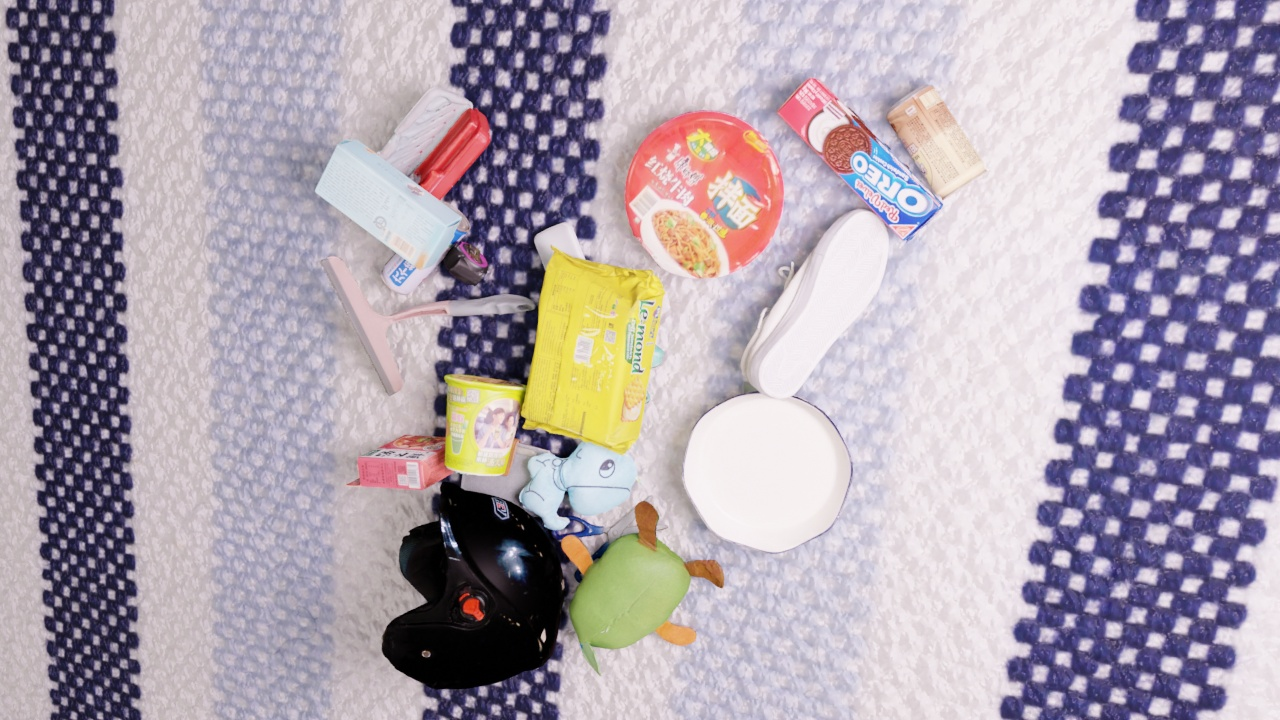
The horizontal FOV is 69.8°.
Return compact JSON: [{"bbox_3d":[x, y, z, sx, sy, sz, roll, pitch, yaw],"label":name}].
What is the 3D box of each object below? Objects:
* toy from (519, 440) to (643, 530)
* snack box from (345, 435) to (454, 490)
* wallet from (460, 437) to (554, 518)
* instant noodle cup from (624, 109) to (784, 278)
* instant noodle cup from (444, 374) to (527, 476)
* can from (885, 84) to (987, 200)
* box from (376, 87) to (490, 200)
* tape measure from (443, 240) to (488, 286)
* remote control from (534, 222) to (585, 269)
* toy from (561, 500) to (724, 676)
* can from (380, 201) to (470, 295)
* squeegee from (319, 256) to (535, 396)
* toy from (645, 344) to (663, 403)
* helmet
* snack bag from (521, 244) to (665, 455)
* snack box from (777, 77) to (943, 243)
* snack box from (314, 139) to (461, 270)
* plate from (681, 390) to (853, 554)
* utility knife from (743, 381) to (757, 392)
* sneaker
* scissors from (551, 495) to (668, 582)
[{"bbox_3d":[-0.076,0.159,1.219,0.156,0.049,0.161,16,101,3],"label":"toy"},{"bbox_3d":[-0.327,0.140,1.278,0.127,0.113,0.044,0,102,20],"label":"snack box"},{"bbox_3d":[-0.186,0.156,1.272,0.130,0.036,0.107,12,105,17],"label":"wallet"},{"bbox_3d":[0.080,-0.196,1.091,0.194,0.065,0.194,4,101,18],"label":"instant noodle cup"},{"bbox_3d":[-0.212,0.087,1.214,0.112,0.111,0.123,9,91,18],"label":"instant noodle cup"},{"bbox_3d":[0.321,-0.237,0.998,0.059,0.058,0.116,-33,88,22],"label":"can"},{"bbox_3d":[-0.295,-0.262,1.194,0.098,0.095,0.202,30,118,-35],"label":"box"},{"bbox_3d":[-0.230,-0.130,1.219,0.057,0.057,0.039,32,110,-36],"label":"tape measure"},{"bbox_3d":[-0.091,-0.109,1.193,0.056,0.020,0.136,-21,93,22],"label":"remote control"},{"bbox_3d":[-0.010,0.301,1.209,0.227,0.089,0.247,41,115,-3],"label":"toy"},{"bbox_3d":[-0.292,-0.150,1.240,0.135,0.053,0.053,-42,85,22],"label":"can"},{"bbox_3d":[-0.263,-0.065,1.239,0.250,0.040,0.248,-7,132,6],"label":"squeegee"},{"bbox_3d":[-0.007,0.007,1.183,0.092,0.030,0.096,-39,94,27],"label":"toy"},{"bbox_3d":[-0.213,0.294,1.206,0.230,0.233,0.275,4,109,-12],"label":"helmet"},{"bbox_3d":[-0.065,-0.009,1.150,0.158,0.068,0.247,16,106,22],"label":"snack bag"},{"bbox_3d":[0.248,-0.225,1.029,0.207,0.058,0.057,48,114,6],"label":"snack box"},{"bbox_3d":[-0.319,-0.198,1.164,0.175,0.051,0.074,37,116,-3],"label":"snack box"},{"bbox_3d":[0.155,0.133,1.127,0.205,0.045,0.205,2,103,10],"label":"plate"},{"bbox_3d":[0.145,0.117,1.157,0.029,0.013,0.187,2,103,22],"label":"utility knife"},{"bbox_3d":[0.199,-0.068,1.074,0.089,0.091,0.242,33,92,-19],"label":"sneaker"},{"bbox_3d":[-0.045,0.244,1.252,0.162,0.012,0.163,12,103,16],"label":"scissors"}]
